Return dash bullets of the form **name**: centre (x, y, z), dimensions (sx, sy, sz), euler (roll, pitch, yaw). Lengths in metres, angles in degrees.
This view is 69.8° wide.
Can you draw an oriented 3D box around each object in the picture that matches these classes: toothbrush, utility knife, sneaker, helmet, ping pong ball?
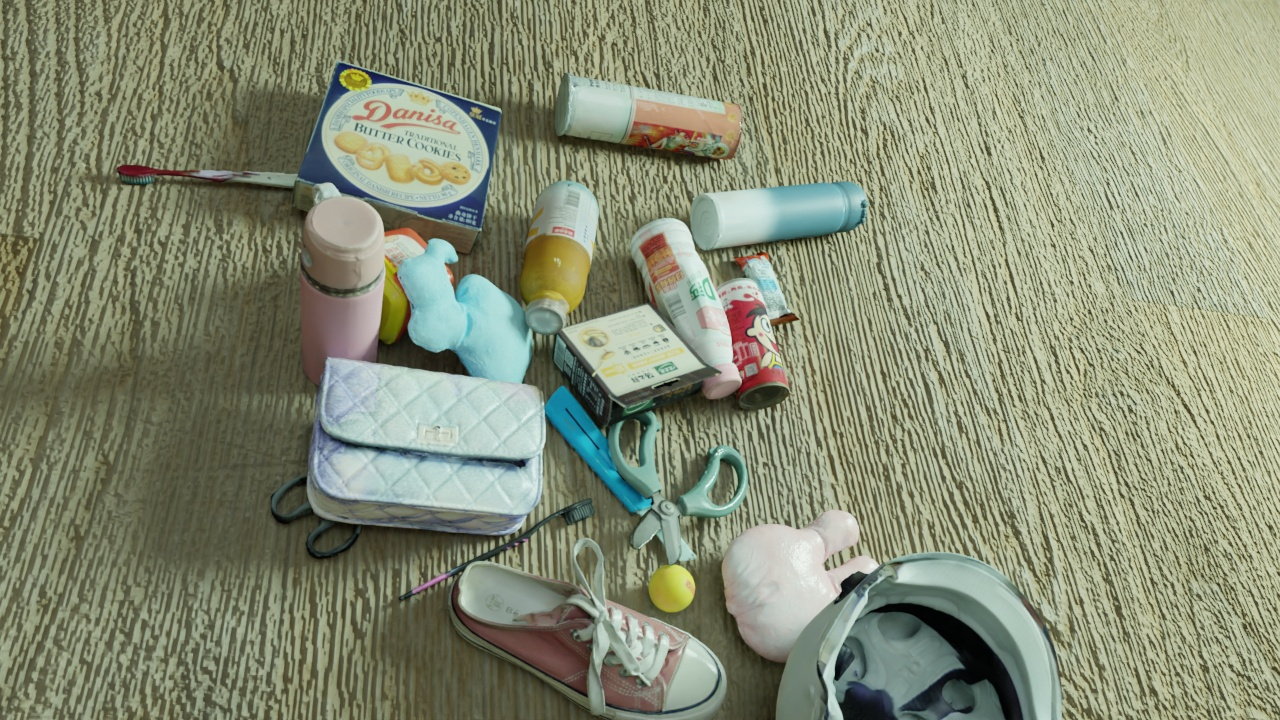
- **toothbrush**: centre (-0.117, 0.162, 0.783), dimensions (0.188, 0.014, 0.018), euler (-24, 81, -30)
- **utility knife**: centre (-0.020, 0.107, 0.850), dimensions (0.034, 0.018, 0.204), euler (-33, 75, -34)
- **toothbrush**: centre (-0.406, -0.177, 0.899), dimensions (0.187, 0.017, 0.016), euler (-1, 56, -23)
- **sneaker**: centre (-0.037, 0.219, 0.727), dimensions (0.241, 0.088, 0.118), euler (25, 53, -2)
- **helmet**: centre (0.211, 0.286, 0.736), dimensions (0.229, 0.146, 0.257), euler (44, 50, 2)
- **ping pong ball**: centre (0.027, 0.197, 0.794), dimensions (0.040, 0.040, 0.040), euler (9, 56, -14)

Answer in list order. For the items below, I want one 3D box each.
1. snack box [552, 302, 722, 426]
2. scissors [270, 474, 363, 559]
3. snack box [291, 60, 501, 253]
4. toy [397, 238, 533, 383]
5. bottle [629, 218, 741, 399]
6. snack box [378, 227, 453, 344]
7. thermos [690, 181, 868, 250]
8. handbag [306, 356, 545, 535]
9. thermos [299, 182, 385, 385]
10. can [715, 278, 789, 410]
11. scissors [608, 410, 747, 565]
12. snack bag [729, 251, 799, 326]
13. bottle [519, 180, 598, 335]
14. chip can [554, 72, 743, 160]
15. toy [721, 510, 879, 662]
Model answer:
- **snack box**: centre (-0.005, 0.005, 0.881), dimensions (0.113, 0.053, 0.125), euler (-18, 51, -28)
- **scissors**: centre (-0.236, 0.092, 0.786), dimensions (0.150, 0.014, 0.170), euler (12, 55, -14)
- **snack box**: centre (-0.247, -0.213, 0.953), dimensions (0.177, 0.046, 0.182), euler (13, 55, -16)
- **toy**: centre (-0.152, -0.034, 0.844), dimensions (0.156, 0.050, 0.161), euler (-12, 89, -53)
- **bottle**: centre (0.050, -0.053, 0.946), dimensions (0.068, 0.068, 0.196), euler (-10, 62, -25)
- **snack box**: centre (-0.229, -0.076, 0.858), dimensions (0.091, 0.082, 0.079), euler (47, 46, 12)
- **thermos**: centre (0.165, -0.171, 1.068), dimensions (0.220, 0.070, 0.070), euler (-10, 63, -26)
- **handbag**: centre (-0.175, 0.071, 0.773), dimensions (0.193, 0.076, 0.134), euler (9, 56, -22)
- **thermos**: centre (-0.252, -0.059, 0.763), dimensions (0.067, 0.199, 0.087), euler (-20, 65, -28)
- **can**: centre (0.113, -0.018, 0.955), dimensions (0.053, 0.053, 0.132), euler (0, 59, -19)
- **scissors**: centre (0.017, 0.105, 0.848), dimensions (0.176, 0.019, 0.174), euler (41, 45, 10)
- **snack bag**: centre (0.138, -0.081, 1.021), dimensions (0.048, 0.026, 0.104), euler (-12, 64, -19)
- **bottle**: centre (-0.083, -0.103, 0.917), dimensions (0.068, 0.068, 0.189), euler (15, 46, -10)
- **chip can**: centre (0.011, -0.285, 1.081), dimensions (0.214, 0.071, 0.071), euler (4, 57, -17)
- **toy**: centre (0.145, 0.198, 0.826), dimensions (0.159, 0.054, 0.121), euler (-16, 73, -27)
